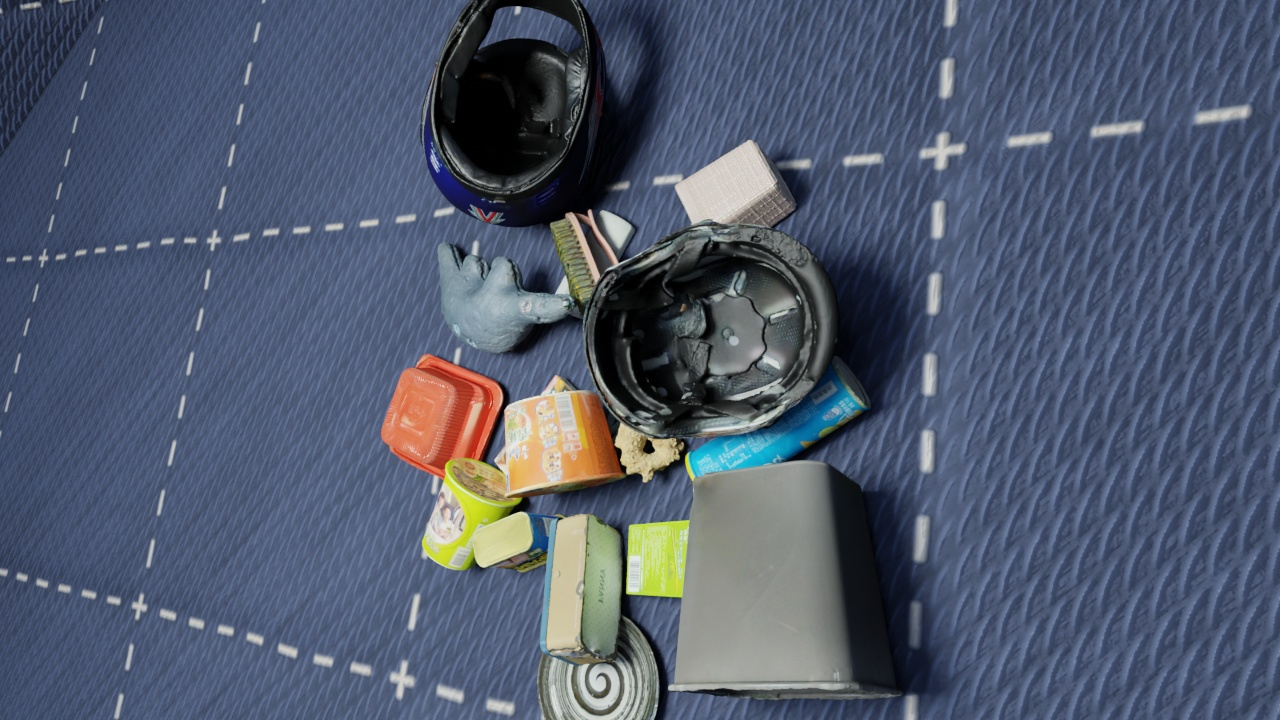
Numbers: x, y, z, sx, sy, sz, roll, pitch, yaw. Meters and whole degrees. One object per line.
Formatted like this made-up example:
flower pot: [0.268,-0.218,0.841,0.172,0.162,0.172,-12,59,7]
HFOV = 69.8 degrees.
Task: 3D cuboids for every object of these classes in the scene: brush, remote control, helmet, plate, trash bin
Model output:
brush: [-0.009,0.025,1.147,0.083,0.046,0.254,-14,77,-2]
brush: [-0.070,-0.135,1.226,0.073,0.063,0.145,-18,72,-9]
remote control: [-0.064,-0.131,1.265,0.058,0.021,0.150,33,97,26]
helmet: [0.081,-0.028,1.016,0.274,0.156,0.230,-20,86,11]
helmet: [-0.165,-0.339,1.250,0.247,0.240,0.315,16,94,-3]
plate: [-0.049,0.394,1.120,0.180,0.024,0.179,-10,71,32]
trash bin: [0.146,0.232,0.943,0.199,0.198,0.219,-12,64,28]

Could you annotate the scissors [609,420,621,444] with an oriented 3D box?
scissors: [-0.008,0.056,1.188,0.138,0.017,0.073,-41,57,23]

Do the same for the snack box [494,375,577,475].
snack box: [-0.130,0.103,1.247,0.075,0.026,0.154,43,102,33]

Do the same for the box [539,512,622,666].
box: [-0.068,0.269,1.107,0.061,0.090,0.184,-19,50,26]

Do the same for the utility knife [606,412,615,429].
utility knife: [-0.007,0.007,1.191,0.029,0.013,0.182,18,84,58]

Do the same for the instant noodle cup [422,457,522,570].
instant noodle cup: [-0.237,0.213,1.245,0.112,0.111,0.123,38,107,34]

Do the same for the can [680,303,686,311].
can: [0.072,-0.036,1.130,0.059,0.058,0.116,16,86,35]

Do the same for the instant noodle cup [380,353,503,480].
instant noodle cup: [-0.298,0.084,1.330,0.189,0.079,0.164,18,89,33]

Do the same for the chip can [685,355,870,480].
chip can: [0.154,0.081,1.040,0.211,0.071,0.071,-36,61,20]

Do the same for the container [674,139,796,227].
container: [0.120,-0.199,1.126,0.111,0.090,0.090,-32,62,18]

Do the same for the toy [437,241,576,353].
toy: [-0.213,-0.081,1.300,0.357,0.091,0.138,21,95,48]

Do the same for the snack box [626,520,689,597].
snack box: [0.031,0.230,1.065,0.157,0.026,0.085,-23,61,59]

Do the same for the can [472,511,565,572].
can: [-0.154,0.236,1.193,0.102,0.083,0.057,-26,64,25]

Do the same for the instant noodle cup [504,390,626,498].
instant noodle cup: [-0.101,0.104,1.143,0.152,0.151,0.111,-16,78,29]
